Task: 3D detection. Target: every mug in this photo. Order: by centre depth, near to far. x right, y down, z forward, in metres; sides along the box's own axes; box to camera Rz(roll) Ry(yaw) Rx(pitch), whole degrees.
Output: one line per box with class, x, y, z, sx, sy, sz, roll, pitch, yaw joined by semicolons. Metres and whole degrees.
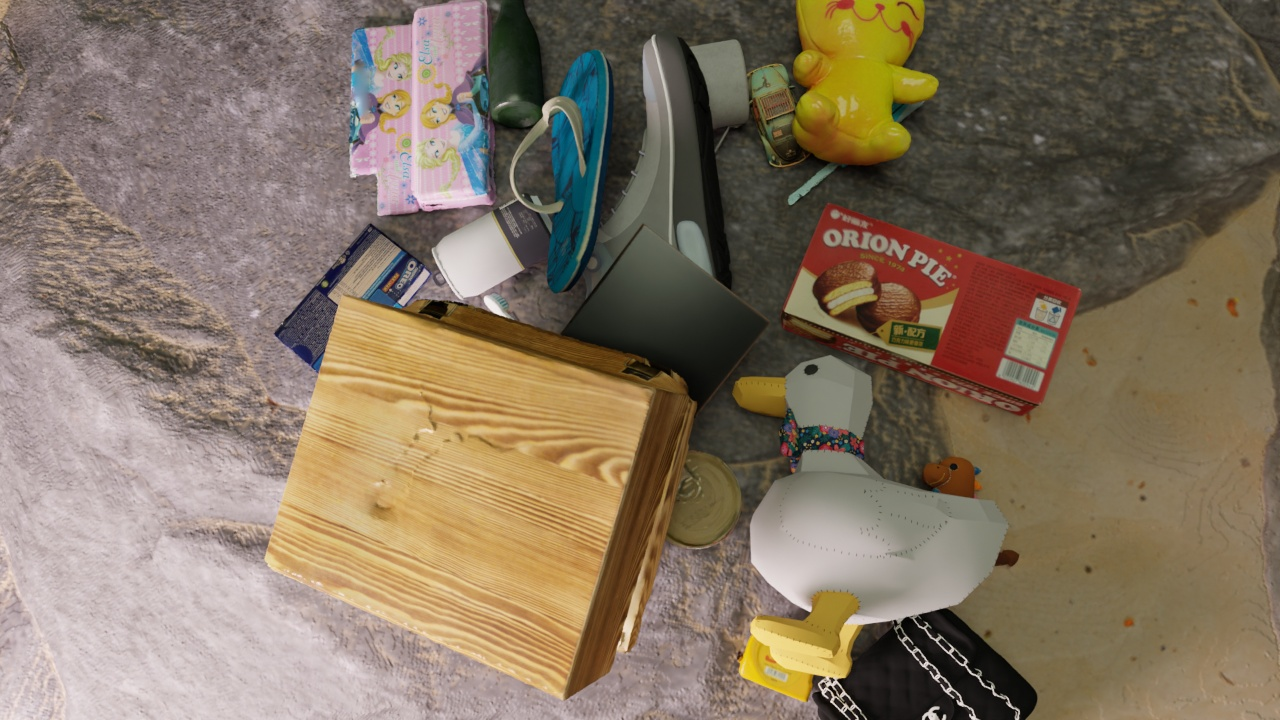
mug;0.068;-0.253;0.901;0.070;0.084;0.113;-9;105;2

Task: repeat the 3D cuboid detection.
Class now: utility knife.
utility knife;0.211;-0.206;0.901;0.169;0.015;0.022;-42;69;-1

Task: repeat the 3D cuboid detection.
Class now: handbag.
handbag;0.222;0.276;0.733;0.153;0.115;0.125;-42;74;0

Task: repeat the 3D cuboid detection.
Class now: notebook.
notebook;-0.005;0.005;0.819;0.141;0.008;0.209;38;101;-1

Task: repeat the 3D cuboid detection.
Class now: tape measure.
tape measure;0.121;0.254;0.794;0.068;0.030;0.059;19;80;9

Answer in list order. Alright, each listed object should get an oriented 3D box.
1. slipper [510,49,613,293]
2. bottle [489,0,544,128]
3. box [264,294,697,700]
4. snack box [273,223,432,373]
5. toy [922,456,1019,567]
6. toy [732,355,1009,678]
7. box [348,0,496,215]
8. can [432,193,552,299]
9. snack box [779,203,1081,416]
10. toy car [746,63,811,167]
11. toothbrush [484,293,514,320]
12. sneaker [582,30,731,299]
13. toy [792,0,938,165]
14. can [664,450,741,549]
slipper;-0.072;-0.191;0.840;0.060;0.118;0.294;19;50;-25
bottle;-0.131;-0.330;0.952;0.055;0.055;0.174;-6;75;6
box;-0.116;0.088;0.746;0.279;0.176;0.247;17;92;21
snack box;-0.287;-0.056;0.921;0.082;0.027;0.150;39;85;12
toy;0.289;0.133;0.800;0.103;0.071;0.090;20;65;-12
toy;0.169;0.120;0.758;0.247;0.141;0.267;8;64;25
box;-0.233;-0.265;0.961;0.159;0.035;0.230;-5;75;6
can;-0.145;-0.108;0.896;0.127;0.064;0.064;-29;75;0
snack box;0.257;-0.047;0.832;0.236;0.060;0.113;21;80;11
toy car;0.134;-0.247;0.902;0.047;0.047;0.112;-18;75;6
toothbrush;-0.074;0.012;0.878;0.222;0.026;0.027;45;129;14
sneaker;-0.008;-0.160;0.848;0.160;0.093;0.257;-7;102;15
toy;0.207;-0.275;0.875;0.134;0.088;0.193;10;70;-5
can;0.048;0.126;0.827;0.086;0.043;0.086;-2;76;6
